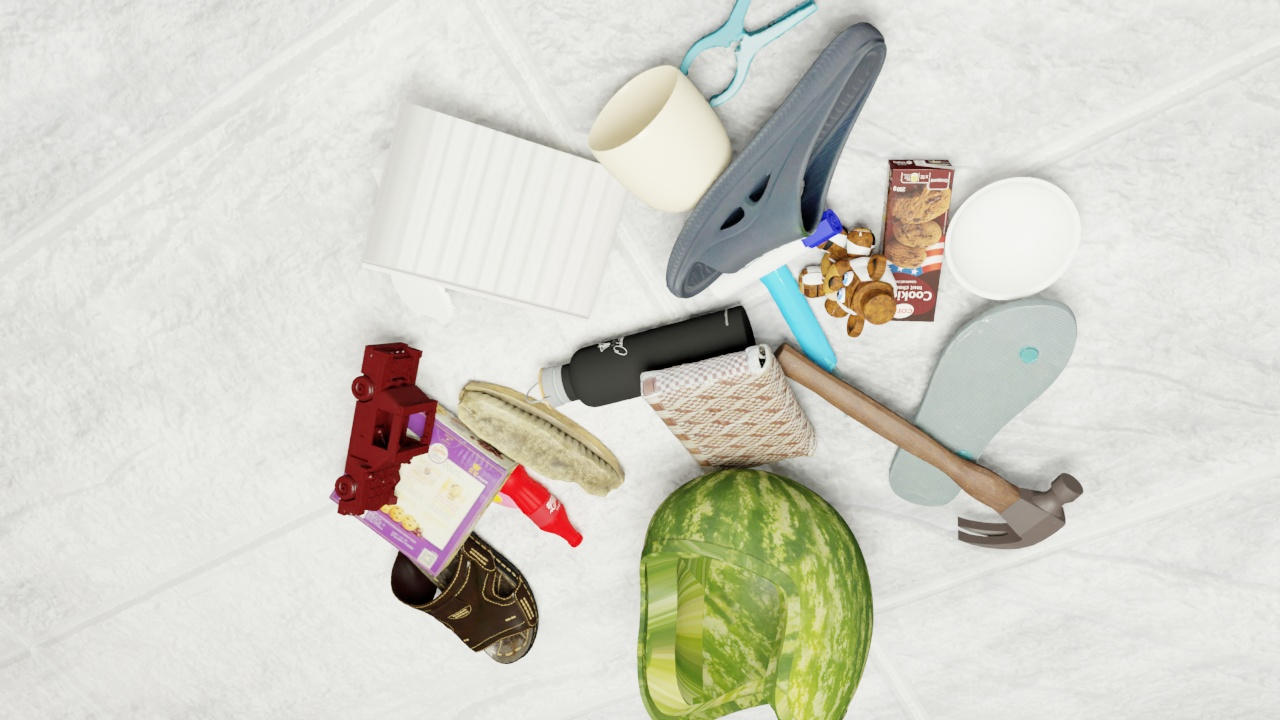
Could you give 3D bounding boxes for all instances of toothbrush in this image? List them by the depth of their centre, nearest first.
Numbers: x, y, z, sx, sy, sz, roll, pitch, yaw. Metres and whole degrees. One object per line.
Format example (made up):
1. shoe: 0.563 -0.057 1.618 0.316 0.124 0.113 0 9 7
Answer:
1. toothbrush: -0.193 0.137 1.012 0.135 0.016 0.021 20 116 -6

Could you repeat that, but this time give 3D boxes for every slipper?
1. slipper: 0.128 -0.146 0.764 0.083 0.110 0.269 43 111 16
2. slipper: 0.312 0.035 0.880 0.098 0.054 0.270 21 129 -1
3. slipper: -0.210 0.252 1.038 0.113 0.075 0.268 -26 111 19

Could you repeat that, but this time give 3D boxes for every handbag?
1. handbag: 0.089 0.050 0.876 0.124 0.047 0.186 -16 143 17

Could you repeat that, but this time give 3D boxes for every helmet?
1. helmet: 0.112 0.227 0.894 0.214 0.242 0.247 -15 83 43

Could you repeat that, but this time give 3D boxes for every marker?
1. marker: 0.119 -0.093 0.826 0.133 0.027 0.023 -29 97 36

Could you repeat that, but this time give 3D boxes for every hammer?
1. hammer: 0.263 0.080 0.879 0.323 0.033 0.116 32 128 -6

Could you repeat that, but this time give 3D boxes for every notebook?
1. notebook: -0.123 -0.125 0.808 0.209 0.009 0.143 13 101 -22

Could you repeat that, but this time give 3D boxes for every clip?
1. clip: 0.071 -0.276 0.758 0.113 0.028 0.127 30 117 -6

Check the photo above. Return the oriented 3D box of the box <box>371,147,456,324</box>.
1. box: -0.193 -0.116 0.841 0.083 0.092 0.166 4 122 28

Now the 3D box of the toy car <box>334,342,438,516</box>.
1. toy car: -0.246 0.071 0.897 0.062 0.070 0.170 16 101 21

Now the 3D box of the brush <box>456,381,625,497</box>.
1. brush: -0.103 0.084 0.955 0.195 0.043 0.059 31 117 -8

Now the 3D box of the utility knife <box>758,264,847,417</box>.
1. utility knife: 0.157 -0.028 0.880 0.031 0.015 0.205 -24 108 21

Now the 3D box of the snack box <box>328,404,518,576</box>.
1. snack box: -0.227 0.125 0.960 0.143 0.040 0.148 36 103 3

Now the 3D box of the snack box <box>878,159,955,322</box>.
1. snack box: 0.242 -0.106 0.819 0.051 0.031 0.141 2 117 6

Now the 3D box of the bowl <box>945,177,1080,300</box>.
1. bowl: 0.320 -0.112 0.801 0.110 0.040 0.110 3 117 6

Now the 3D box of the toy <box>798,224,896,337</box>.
1. toy: 0.187 -0.069 0.804 0.067 0.112 0.087 9 118 -10

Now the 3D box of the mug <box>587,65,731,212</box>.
1. mug: 0.016 -0.178 0.781 0.099 0.096 0.120 41 160 -34

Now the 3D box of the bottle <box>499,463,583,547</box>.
1. bottle: -0.108 0.161 1.000 0.036 0.036 0.119 -36 108 22

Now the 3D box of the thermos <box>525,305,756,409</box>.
1. thermos: -0.005 0.005 0.892 0.232 0.061 0.061 -15 114 14
